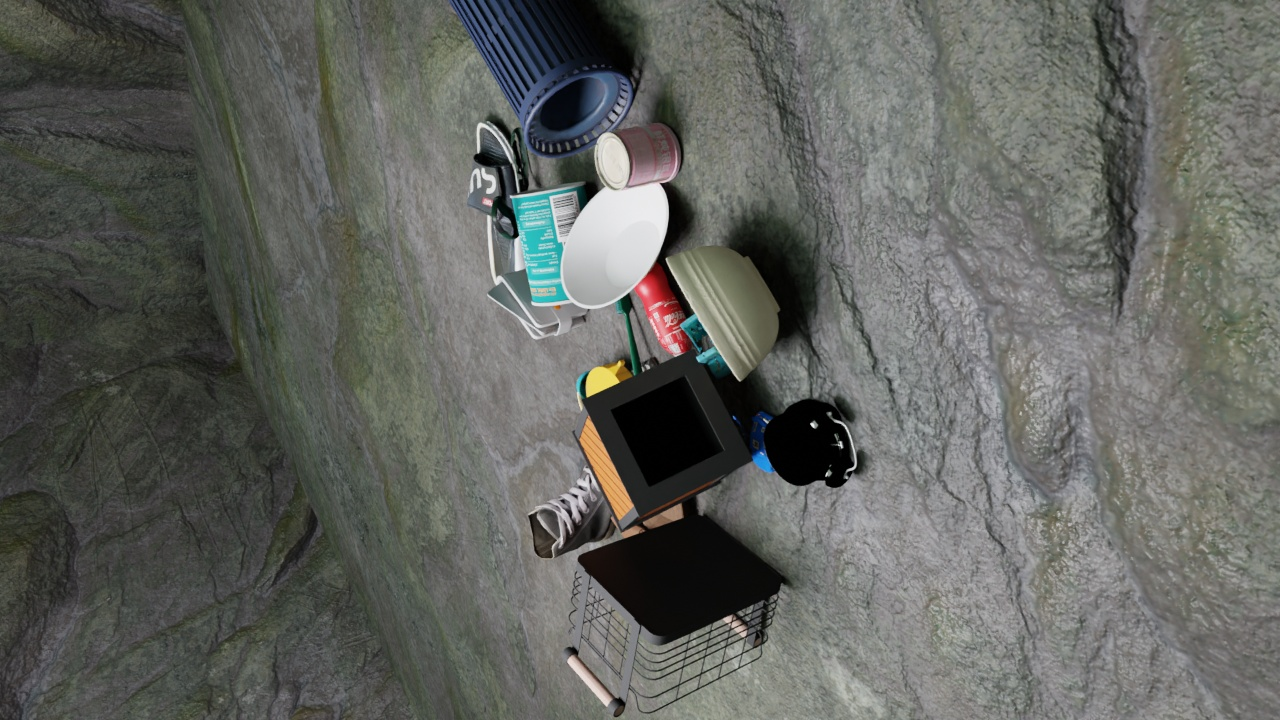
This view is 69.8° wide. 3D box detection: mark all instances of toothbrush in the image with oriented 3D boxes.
[{"bbox_3d":[-0.007,0.007,1.189,0.017,0.016,0.189,-19,80,57],"label":"toothbrush"}]

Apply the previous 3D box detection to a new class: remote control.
[{"bbox_3d":[-0.013,0.028,1.240,0.137,0.013,0.033,-26,84,58],"label":"remote control"}]

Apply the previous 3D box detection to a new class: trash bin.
[{"bbox_3d":[-0.127,-0.380,1.084,0.249,0.139,0.140,60,146,18],"label":"trash bin"},{"bbox_3d":[0.018,0.099,1.071,0.139,0.139,0.172,63,166,11],"label":"trash bin"}]

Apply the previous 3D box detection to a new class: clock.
[{"bbox_3d":[-0.045,0.052,1.249,0.130,0.043,0.099,-38,74,50],"label":"clock"},{"bbox_3d":[0.180,0.088,0.965,0.121,0.042,0.091,-6,102,56],"label":"clock"}]

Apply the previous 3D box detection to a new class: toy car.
[{"bbox_3d":[0.125,0.092,1.030,0.033,0.061,0.092,30,129,45],"label":"toy car"}]

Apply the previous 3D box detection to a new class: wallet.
[{"bbox_3d":[-0.149,-0.082,1.286,0.118,0.115,0.038,52,143,26],"label":"wallet"},{"bbox_3d":[0.013,0.265,1.304,0.121,0.013,0.087,14,142,52],"label":"wallet"}]

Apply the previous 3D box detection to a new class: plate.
[{"bbox_3d":[-0.022,-0.136,1.101,0.174,0.036,0.173,-22,55,36],"label":"plate"},{"bbox_3d":[0.026,0.179,1.251,0.131,0.025,0.131,31,130,44],"label":"plate"}]

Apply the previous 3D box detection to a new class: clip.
[{"bbox_3d":[0.083,0.001,1.018,0.120,0.030,0.130,63,-172,-4],"label":"clip"}]

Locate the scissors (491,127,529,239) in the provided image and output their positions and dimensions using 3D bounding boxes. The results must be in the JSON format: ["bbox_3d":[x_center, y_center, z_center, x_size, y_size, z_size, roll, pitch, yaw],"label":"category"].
[{"bbox_3d":[-0.169,-0.218,1.234,0.205,0.015,0.202,-43,-54,-79],"label":"scissors"}]

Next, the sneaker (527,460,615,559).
[{"bbox_3d":[-0.091,0.198,1.347,0.095,0.119,0.235,51,140,27],"label":"sneaker"}]

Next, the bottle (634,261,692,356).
[{"bbox_3d":[0.032,-0.052,1.107,0.042,0.041,0.141,-36,76,56],"label":"bottle"}]

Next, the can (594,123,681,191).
[{"bbox_3d":[-0.002,-0.229,1.033,0.067,0.076,0.067,31,130,45],"label":"can"}]

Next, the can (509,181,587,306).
[{"bbox_3d":[-0.108,-0.154,1.204,0.099,0.099,0.144,10,115,53],"label":"can"}]

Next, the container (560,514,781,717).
[{"bbox_3d":[0.038,0.306,1.118,0.163,0.240,0.130,34,125,43],"label":"container"}]

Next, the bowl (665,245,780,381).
[{"bbox_3d":[0.096,-0.061,0.953,0.151,0.075,0.150,57,-172,-13],"label":"bowl"}]

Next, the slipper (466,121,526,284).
[{"bbox_3d":[-0.220,-0.219,1.371,0.111,0.063,0.264,28,131,46],"label":"slipper"}]
